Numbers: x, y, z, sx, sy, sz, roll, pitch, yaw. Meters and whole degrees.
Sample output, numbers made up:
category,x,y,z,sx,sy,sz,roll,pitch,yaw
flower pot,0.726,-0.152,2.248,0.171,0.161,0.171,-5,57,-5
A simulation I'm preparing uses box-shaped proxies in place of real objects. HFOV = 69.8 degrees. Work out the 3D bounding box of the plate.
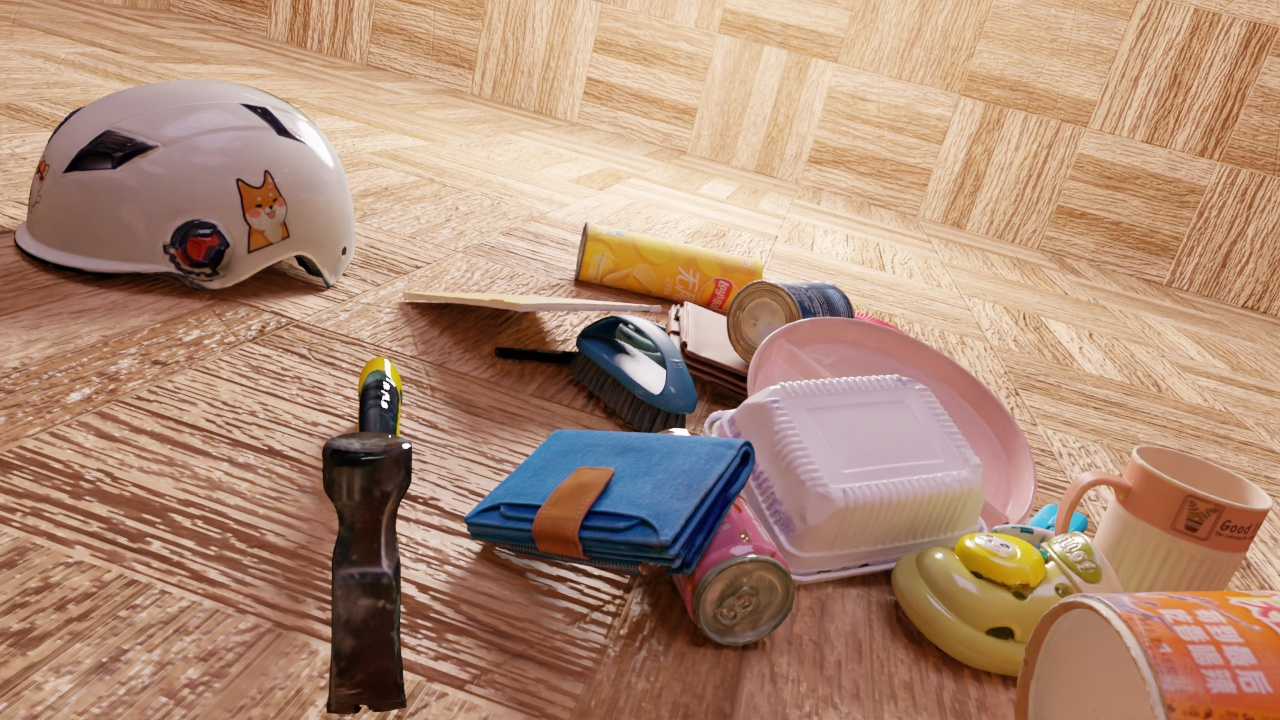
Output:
category,x,y,z,sx,sy,sz,roll,pitch,yaw
plate,0.187,0.053,0.695,0.229,0.028,0.229,10,42,-10

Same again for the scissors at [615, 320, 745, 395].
category,x,y,z,sx,sy,sz,roll,pitch,yaw
scissors,0.024,-0.002,0.851,0.129,0.019,0.185,1,22,-38

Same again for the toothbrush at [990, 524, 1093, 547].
category,x,y,z,sx,sy,sz,roll,pitch,yaw
toothbrush,0.308,0.128,0.658,0.191,0.016,0.018,13,34,-34

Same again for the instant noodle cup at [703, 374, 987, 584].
category,x,y,z,sx,sy,sz,roll,pitch,yaw
instant noodle cup,0.142,0.066,0.599,0.173,0.060,0.138,-4,47,-23

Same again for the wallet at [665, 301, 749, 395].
category,x,y,z,sx,sy,sz,roll,pitch,yaw
wallet,0.074,-0.011,0.845,0.108,0.031,0.131,21,20,-7

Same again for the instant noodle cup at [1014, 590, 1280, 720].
category,x,y,z,sx,sy,sz,roll,pitch,yaw
instant noodle cup,0.231,0.160,0.370,0.111,0.151,0.151,5,20,-2

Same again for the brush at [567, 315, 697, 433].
category,x,y,z,sx,sy,sz,roll,pitch,yaw
brush,-0.004,0.004,0.731,0.055,0.073,0.144,7,18,-37

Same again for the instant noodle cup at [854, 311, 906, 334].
category,x,y,z,sx,sy,sz,roll,pitch,yaw
instant noodle cup,0.208,-0.008,0.938,0.194,0.066,0.193,13,20,-5

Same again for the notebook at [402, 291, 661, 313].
category,x,y,z,sx,sy,sz,roll,pitch,yaw
notebook,-0.102,-0.052,0.819,0.145,0.010,0.207,-1,6,-40

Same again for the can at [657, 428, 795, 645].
category,x,y,z,sx,sy,sz,roll,pitch,yaw
can,0.036,0.095,0.528,0.058,0.058,0.147,8,20,-18

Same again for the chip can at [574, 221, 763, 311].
category,x,y,z,sx,sy,sz,roll,pitch,yaw
chip can,0.032,-0.107,1.074,0.213,0.072,0.072,11,19,-8

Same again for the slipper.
category,x,y,z,sx,sy,sz,roll,pitch,yaw
slipper,0.242,0.135,0.538,0.190,0.082,0.091,14,16,-9

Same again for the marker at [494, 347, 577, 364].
category,x,y,z,sx,sy,sz,roll,pitch,yaw
marker,-0.066,-0.004,0.799,0.124,0.015,0.018,4,18,-24

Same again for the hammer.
category,x,y,z,sx,sy,sz,roll,pitch,yaw
hammer,-0.134,0.058,0.464,0.032,0.126,0.323,1,12,-15

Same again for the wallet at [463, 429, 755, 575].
category,x,y,z,sx,sy,sz,roll,pitch,yaw
wallet,-0.017,0.072,0.500,0.133,0.040,0.106,-1,27,32

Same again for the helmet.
category,x,y,z,sx,sy,sz,roll,pitch,yaw
helmet,-0.382,-0.165,0.803,0.273,0.157,0.230,-4,26,-42

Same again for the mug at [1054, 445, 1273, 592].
category,x,y,z,sx,sy,sz,roll,pitch,yaw
mug,0.336,0.118,0.611,0.114,0.106,0.081,15,19,1

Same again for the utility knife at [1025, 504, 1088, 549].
category,x,y,z,sx,sy,sz,roll,pitch,yaw
utility knife,0.289,0.134,0.667,0.034,0.018,0.159,28,25,32

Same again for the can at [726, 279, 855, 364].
category,x,y,z,sx,sy,sz,roll,pitch,yaw
can,0.135,-0.034,0.820,0.075,0.075,0.111,27,19,32
